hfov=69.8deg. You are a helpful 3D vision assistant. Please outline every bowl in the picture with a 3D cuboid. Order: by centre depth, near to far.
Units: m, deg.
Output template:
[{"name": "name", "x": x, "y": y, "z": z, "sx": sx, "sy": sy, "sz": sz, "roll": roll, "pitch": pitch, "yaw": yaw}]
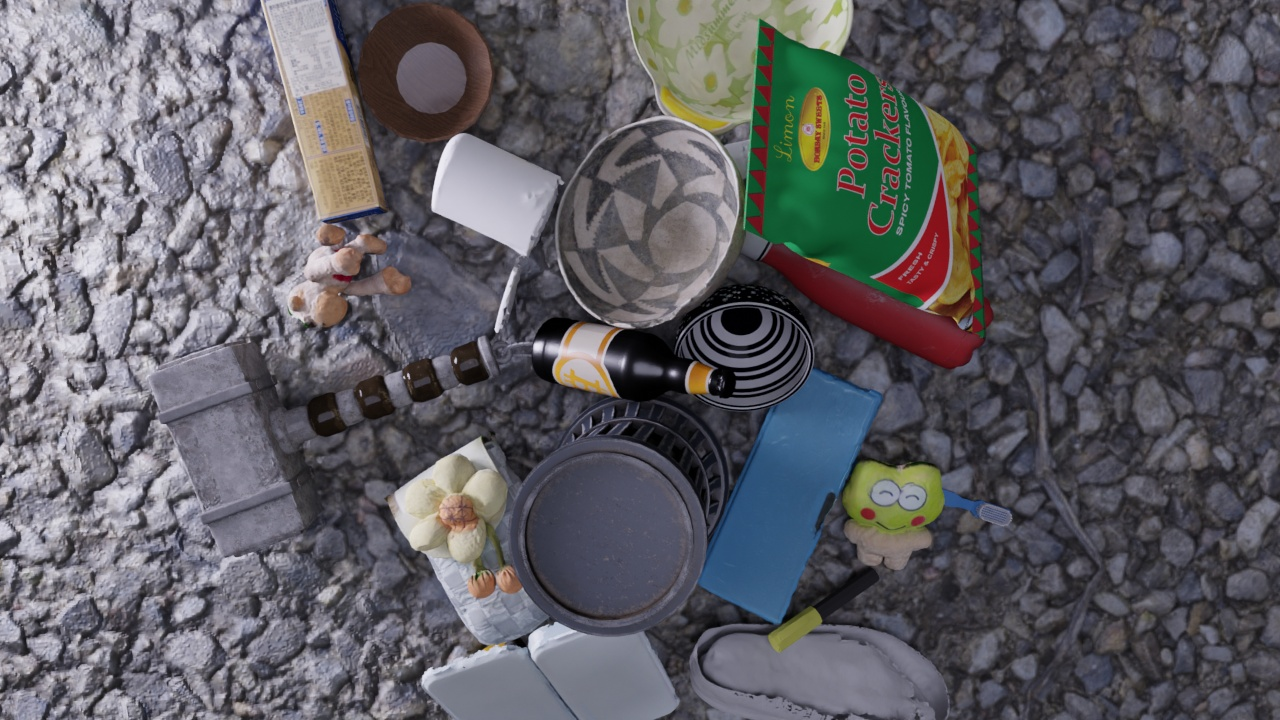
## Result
[{"name": "bowl", "x": 0.019, "y": -0.111, "z": 0.787, "sx": 0.179, "sy": 0.081, "sz": 0.178, "roll": -5, "pitch": 80, "yaw": 29}, {"name": "bowl", "x": 0.082, "y": -0.297, "z": 0.791, "sx": 0.188, "sy": 0.060, "sz": 0.219, "roll": 24, "pitch": 94, "yaw": -4}, {"name": "bowl", "x": -0.185, "y": -0.249, "z": 0.803, "sx": 0.118, "sy": 0.030, "sz": 0.118, "roll": 0, "pitch": 96, "yaw": -2}, {"name": "bowl", "x": 0.090, "y": -0.021, "z": 0.811, "sx": 0.120, "sy": 0.066, "sz": 0.120, "roll": 2, "pitch": 129, "yaw": 2}]

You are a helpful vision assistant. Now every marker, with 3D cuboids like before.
[{"name": "marker", "x": 0.171, "y": 0.228, "z": 0.847, "sx": 0.123, "sy": 0.021, "sz": 0.017, "roll": -28, "pitch": 62, "yaw": -21}]

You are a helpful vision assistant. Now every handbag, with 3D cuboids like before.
[{"name": "handbag", "x": -0.134, "y": 0.163, "z": 0.802, "sx": 0.112, "sy": 0.123, "sz": 0.171, "roll": -33, "pitch": 90, "yaw": -4}]

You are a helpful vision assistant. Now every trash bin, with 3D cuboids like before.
[{"name": "trash bin", "x": -0.013, "y": 0.117, "z": 0.737, "sx": 0.164, "sy": 0.227, "sz": 0.164, "roll": 0, "pitch": 93, "yaw": 6}]

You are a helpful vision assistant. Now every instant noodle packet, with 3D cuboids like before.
[{"name": "instant noodle packet", "x": 0.190, "y": -0.144, "z": 0.742, "sx": 0.252, "sy": 0.091, "sz": 0.195, "roll": 19, "pitch": 63, "yaw": -27}]

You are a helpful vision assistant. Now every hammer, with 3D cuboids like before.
[{"name": "hammer", "x": -0.244, "y": 0.035, "z": 0.814, "sx": 0.326, "sy": 0.079, "sz": 0.177, "roll": -20, "pitch": 96, "yaw": -5}]

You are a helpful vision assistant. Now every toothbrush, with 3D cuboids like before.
[{"name": "toothbrush", "x": 0.271, "y": 0.124, "z": 0.864, "sx": 0.166, "sy": 0.014, "sz": 0.016, "roll": 18, "pitch": 95, "yaw": -3}]

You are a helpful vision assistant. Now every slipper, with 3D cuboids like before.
[{"name": "slipper", "x": 0.165, "y": 0.302, "z": 0.852, "sx": 0.247, "sy": 0.075, "sz": 0.112, "roll": 8, "pitch": 65, "yaw": -4}]

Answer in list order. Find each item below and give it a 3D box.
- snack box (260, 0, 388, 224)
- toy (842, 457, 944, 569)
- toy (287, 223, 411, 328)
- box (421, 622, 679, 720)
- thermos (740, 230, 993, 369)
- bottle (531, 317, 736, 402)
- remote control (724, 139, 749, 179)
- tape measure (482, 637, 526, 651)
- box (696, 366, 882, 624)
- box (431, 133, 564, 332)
[{"name": "snack box", "x": -0.272, "y": -0.225, "z": 0.791, "sx": 0.056, "sy": 0.057, "sz": 0.207, "roll": -13, "pitch": 96, "yaw": -4}, {"name": "toy", "x": 0.230, "y": 0.142, "z": 0.845, "sx": 0.092, "sy": 0.046, "sz": 0.115, "roll": 4, "pitch": 113, "yaw": 4}, {"name": "toy", "x": -0.269, "y": -0.067, "z": 0.798, "sx": 0.106, "sy": 0.085, "sz": 0.074, "roll": -38, "pitch": 75, "yaw": 12}, {"name": "box", "x": -0.071, "y": 0.291, "z": 0.806, "sx": 0.189, "sy": 0.037, "sz": 0.209, "roll": -21, "pitch": 136, "yaw": -3}, {"name": "thermos", "x": 0.189, "y": -0.071, "z": 0.811, "sx": 0.240, "sy": 0.073, "sz": 0.073, "roll": 25, "pitch": 95, "yaw": -4}, {"name": "bottle", "x": -0.005, "y": 0.005, "z": 0.778, "sx": 0.182, "sy": 0.059, "sz": 0.059, "roll": 11, "pitch": 96, "yaw": 30}, {"name": "remote control", "x": 0.141, "y": -0.191, "z": 0.827, "sx": 0.131, "sy": 0.012, "sz": 0.033, "roll": -12, "pitch": 94, "yaw": 0}, {"name": "tape measure", "x": -0.127, "y": 0.297, "z": 0.859, "sx": 0.064, "sy": 0.037, "sz": 0.065, "roll": -33, "pitch": 94, "yaw": 1}, {"name": "box", "x": 0.136, "y": 0.119, "z": 0.852, "sx": 0.093, "sy": 0.052, "sz": 0.231, "roll": 23, "pitch": 95, "yaw": 12}, {"name": "box", "x": -0.140, "y": -0.110, "z": 0.796, "sx": 0.106, "sy": 0.080, "sz": 0.150, "roll": 22, "pitch": 91, "yaw": -5}]
